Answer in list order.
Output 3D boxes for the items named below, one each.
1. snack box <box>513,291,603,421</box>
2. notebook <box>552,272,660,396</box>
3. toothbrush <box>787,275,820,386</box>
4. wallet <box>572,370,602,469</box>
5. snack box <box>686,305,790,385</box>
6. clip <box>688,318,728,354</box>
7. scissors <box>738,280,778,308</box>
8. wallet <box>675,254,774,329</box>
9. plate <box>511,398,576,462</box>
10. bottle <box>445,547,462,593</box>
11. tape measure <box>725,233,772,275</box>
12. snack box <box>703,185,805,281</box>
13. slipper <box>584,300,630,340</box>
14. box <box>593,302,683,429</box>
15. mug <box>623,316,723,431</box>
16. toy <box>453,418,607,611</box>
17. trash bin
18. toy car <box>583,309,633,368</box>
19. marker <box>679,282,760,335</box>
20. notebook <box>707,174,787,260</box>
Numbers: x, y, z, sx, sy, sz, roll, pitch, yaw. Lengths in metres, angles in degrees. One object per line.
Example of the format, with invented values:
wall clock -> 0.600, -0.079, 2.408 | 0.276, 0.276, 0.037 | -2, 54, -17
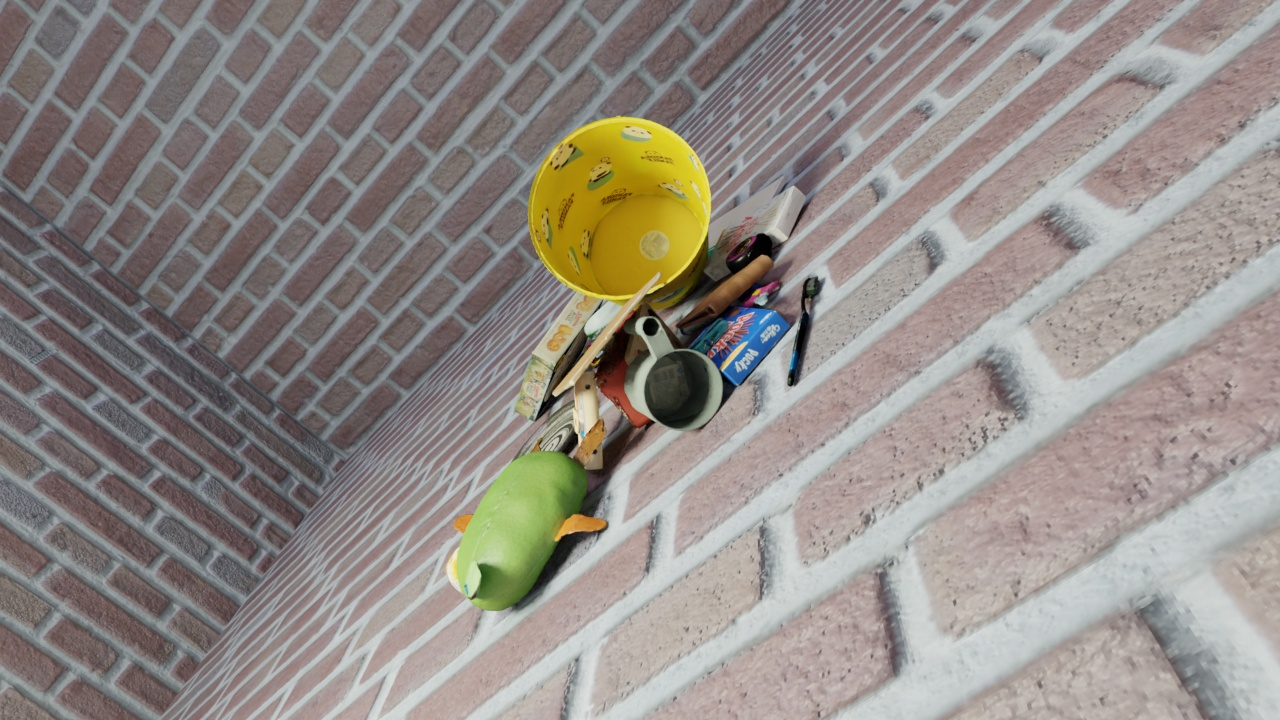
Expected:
snack box -> -0.135, -0.013, 1.526 | 0.177, 0.046, 0.183 | -58, -3, -37
notebook -> -0.042, -0.024, 1.022 | 0.147, 0.008, 0.208 | -51, 4, -11
toothbrush -> 0.159, -0.033, 0.896 | 0.016, 0.014, 0.189 | -12, 30, 25
wallet -> -0.064, 0.072, 1.101 | 0.024, 0.115, 0.087 | -6, -3, -17
snack box -> 0.100, -0.020, 1.006 | 0.084, 0.026, 0.157 | -48, 14, -6
clip -> 0.074, -0.024, 1.002 | 0.056, 0.014, 0.043 | -48, 13, 2
scissors -> 0.135, -0.070, 1.021 | 0.057, 0.017, 0.133 | -35, 4, 7
wallet -> 0.098, -0.079, 1.101 | 0.101, 0.020, 0.115 | -41, 5, -20
plate -> -0.132, 0.124, 1.309 | 0.180, 0.024, 0.179 | -42, 14, 13
bottle -> -0.197, 0.246, 1.081 | 0.063, 0.063, 0.109 | -54, 16, -27
tape measure -> 0.139, -0.128, 1.162 | 0.058, 0.039, 0.056 | -32, 20, 33
snack box -> 0.153, -0.170, 1.246 | 0.157, 0.027, 0.084 | -26, 31, 52
slipper -> -0.010, -0.133, 1.486 | 0.245, 0.074, 0.104 | -46, -7, -13
box -> -0.006, 0.007, 1.108 | 0.077, 0.091, 0.168 | -36, 17, 20
mug -> 0.023, 0.009, 0.964 | 0.083, 0.124, 0.103 | -28, 9, -10
toy -> -0.125, 0.170, 1.007 | 0.228, 0.090, 0.246 | -11, 36, 40
trash bin -> -0.008, -0.174, 1.247 | 0.229, 0.229, 0.255 | -47, -11, 2
toy car -> -0.032, -0.038, 1.404 | 0.071, 0.041, 0.155 | -42, 1, 32
marker -> 0.097, -0.063, 1.151 | 0.146, 0.017, 0.016 | -31, 22, 49
notebook -> 0.132, -0.195, 1.422 | 0.210, 0.012, 0.150 | -27, 26, 54
